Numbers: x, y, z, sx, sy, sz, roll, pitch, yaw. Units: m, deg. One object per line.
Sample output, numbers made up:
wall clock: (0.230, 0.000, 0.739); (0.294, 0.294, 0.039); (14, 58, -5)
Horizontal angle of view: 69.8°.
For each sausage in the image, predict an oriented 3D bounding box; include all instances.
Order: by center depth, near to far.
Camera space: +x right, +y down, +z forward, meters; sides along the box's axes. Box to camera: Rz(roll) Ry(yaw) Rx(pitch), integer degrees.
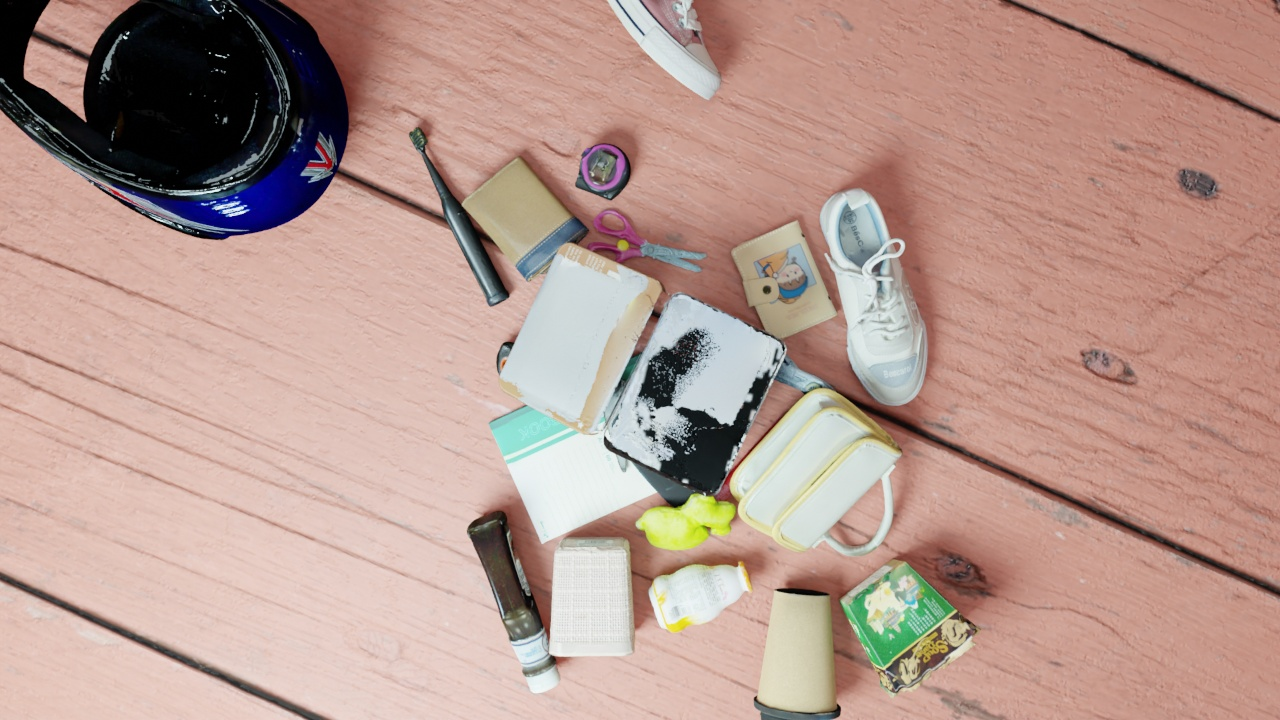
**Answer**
sausage: (0.122, 0.112, 1.016); (0.020, 0.020, 0.156); (42, 92, 0)

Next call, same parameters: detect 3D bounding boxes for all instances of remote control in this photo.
remote control: (0.022, 0.109, 0.995); (0.053, 0.024, 0.136); (-39, 99, 5)

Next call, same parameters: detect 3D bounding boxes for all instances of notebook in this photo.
notebook: (-0.045, 0.094, 1.023); (0.209, 0.012, 0.150); (-25, 90, 1)

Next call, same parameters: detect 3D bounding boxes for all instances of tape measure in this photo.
tape measure: (-0.039, -0.208, 1.001); (0.057, 0.039, 0.058); (24, 91, 0)

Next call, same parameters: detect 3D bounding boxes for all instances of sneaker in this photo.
sneaker: (0.020, -0.389, 0.968); (0.088, 0.118, 0.241); (-38, 85, 21)
sneaker: (0.255, -0.069, 0.975); (0.089, 0.090, 0.242); (-16, 92, 2)

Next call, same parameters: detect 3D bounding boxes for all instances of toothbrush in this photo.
toothbrush: (-0.202, -0.159, 1.011); (0.027, 0.026, 0.212); (-26, 91, 46)

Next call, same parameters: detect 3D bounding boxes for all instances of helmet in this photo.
helmet: (-0.448, -0.260, 0.901); (0.315, 0.240, 0.247); (25, 91, -11)

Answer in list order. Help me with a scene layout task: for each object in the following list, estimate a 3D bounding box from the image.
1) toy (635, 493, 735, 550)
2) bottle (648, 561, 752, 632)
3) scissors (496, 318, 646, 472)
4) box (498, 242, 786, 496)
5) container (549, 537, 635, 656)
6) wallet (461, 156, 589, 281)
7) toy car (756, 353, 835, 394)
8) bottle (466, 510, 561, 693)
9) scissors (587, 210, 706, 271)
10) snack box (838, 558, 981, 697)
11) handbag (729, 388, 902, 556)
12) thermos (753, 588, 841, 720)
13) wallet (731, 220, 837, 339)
toy: (0.051, 0.178, 0.998); (0.096, 0.031, 0.100); (28, 123, -23)
bottle: (0.066, 0.252, 0.997); (0.108, 0.063, 0.063); (-20, 91, 1)
scissors: (-0.047, 0.008, 1.008); (0.234, 0.021, 0.221); (9, 94, 2)
box: (-0.007, 0.005, 0.942); (0.259, 0.110, 0.179); (26, 92, 0)
container: (-0.051, 0.251, 0.988); (0.090, 0.090, 0.111); (0, 89, 1)
wallet: (-0.126, -0.155, 1.006); (0.090, 0.033, 0.115); (-42, 90, -8)
toy car: (0.155, 0.011, 0.996); (0.120, 0.054, 0.037); (25, 93, 0)
bottle: (-0.135, 0.262, 0.993); (0.044, 0.080, 0.195); (-20, 93, -5)
scissors: (0.010, -0.131, 1.017); (0.137, 0.017, 0.073); (6, 82, -4)
snack box: (0.278, 0.276, 0.980); (0.118, 0.117, 0.105); (-36, 78, -2)
handbag: (0.207, 0.138, 0.977); (0.178, 0.063, 0.164); (35, 108, -15)
thermos: (0.170, 0.322, 0.990); (0.093, 0.093, 0.143); (3, 83, 1)
wallet: (0.155, -0.086, 1.011); (0.087, 0.024, 0.115); (-23, 92, -4)
